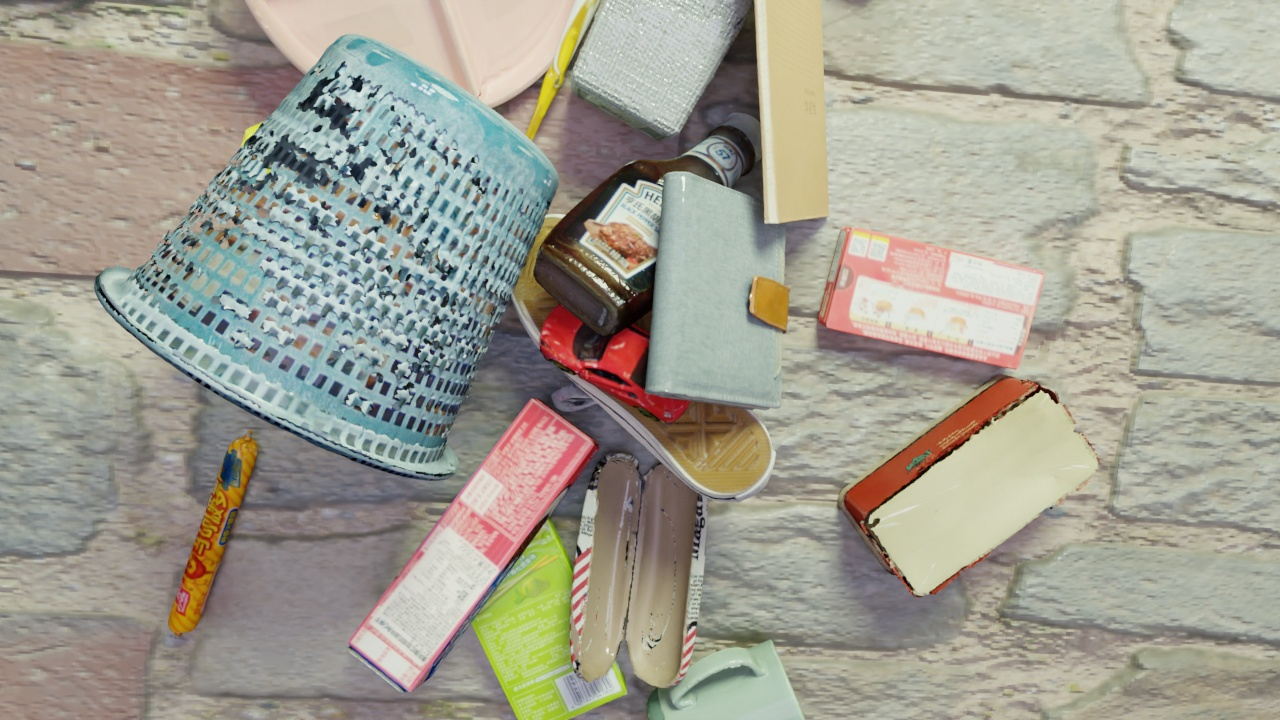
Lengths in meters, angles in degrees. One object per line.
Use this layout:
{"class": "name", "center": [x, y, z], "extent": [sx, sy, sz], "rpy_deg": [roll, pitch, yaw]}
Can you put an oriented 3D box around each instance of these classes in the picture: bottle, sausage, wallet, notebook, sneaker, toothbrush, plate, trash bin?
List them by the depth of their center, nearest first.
{"class": "trash bin", "center": [-0.158, -0.069, 0.544], "extent": [0.226, 0.226, 0.195], "rpy_deg": [32, 89, -9]}
{"class": "wallet", "center": [0.053, -0.038, 0.555], "extent": [0.106, 0.037, 0.129], "rpy_deg": [10, 82, -39]}
{"class": "plate", "center": [-0.138, -0.268, 0.572], "extent": [0.229, 0.028, 0.230], "rpy_deg": [-8, 118, -16]}
{"class": "notebook", "center": [0.098, -0.196, 0.587], "extent": [0.012, 0.149, 0.211], "rpy_deg": [0, 100, 24]}
{"class": "bottle", "center": [0.018, -0.099, 0.594], "extent": [0.080, 0.044, 0.194], "rpy_deg": [39, 59, 8]}
{"class": "toothbrush", "center": [-0.055, -0.193, 0.615], "extent": [0.016, 0.018, 0.192], "rpy_deg": [16, 110, -30]}
{"class": "sneaker", "center": [-0.004, 0.004, 0.635], "extent": [0.118, 0.088, 0.241], "rpy_deg": [-41, 78, -10]}
{"class": "sausage", "center": [-0.306, 0.126, 0.657], "extent": [0.021, 0.021, 0.165], "rpy_deg": [20, 96, -8]}

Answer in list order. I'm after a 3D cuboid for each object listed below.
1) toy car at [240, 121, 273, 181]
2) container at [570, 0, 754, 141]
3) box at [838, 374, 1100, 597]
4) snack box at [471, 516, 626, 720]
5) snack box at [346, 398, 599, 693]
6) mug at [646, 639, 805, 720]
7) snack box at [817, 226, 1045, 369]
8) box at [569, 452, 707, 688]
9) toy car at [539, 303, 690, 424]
{"class": "toy car", "center": [-0.215, -0.140, 0.619], "extent": [0.105, 0.032, 0.048], "rpy_deg": [-3, 99, -6]}
{"class": "container", "center": [0.013, -0.212, 0.600], "extent": [0.090, 0.090, 0.114], "rpy_deg": [27, 98, -8]}
{"class": "box", "center": [0.242, 0.094, 0.672], "extent": [0.168, 0.078, 0.091], "rpy_deg": [-37, 99, 2]}
{"class": "snack box", "center": [-0.078, 0.195, 0.686], "extent": [0.086, 0.026, 0.156], "rpy_deg": [-24, 100, -1]}
{"class": "snack box", "center": [-0.112, 0.124, 0.631], "extent": [0.058, 0.057, 0.207], "rpy_deg": [36, 84, 6]}
{"class": "mug", "center": [0.060, 0.255, 0.671], "extent": [0.106, 0.082, 0.112], "rpy_deg": [-22, 125, 2]}
{"class": "snack box", "center": [0.213, -0.046, 0.675], "extent": [0.153, 0.025, 0.075], "rpy_deg": [12, 99, -6]}
{"class": "box", "center": [0.003, 0.149, 0.652], "extent": [0.087, 0.075, 0.162], "rpy_deg": [2, 83, 25]}
{"class": "toy car", "center": [-0.014, -0.003, 0.575], "extent": [0.106, 0.031, 0.049], "rpy_deg": [28, 75, 9]}
